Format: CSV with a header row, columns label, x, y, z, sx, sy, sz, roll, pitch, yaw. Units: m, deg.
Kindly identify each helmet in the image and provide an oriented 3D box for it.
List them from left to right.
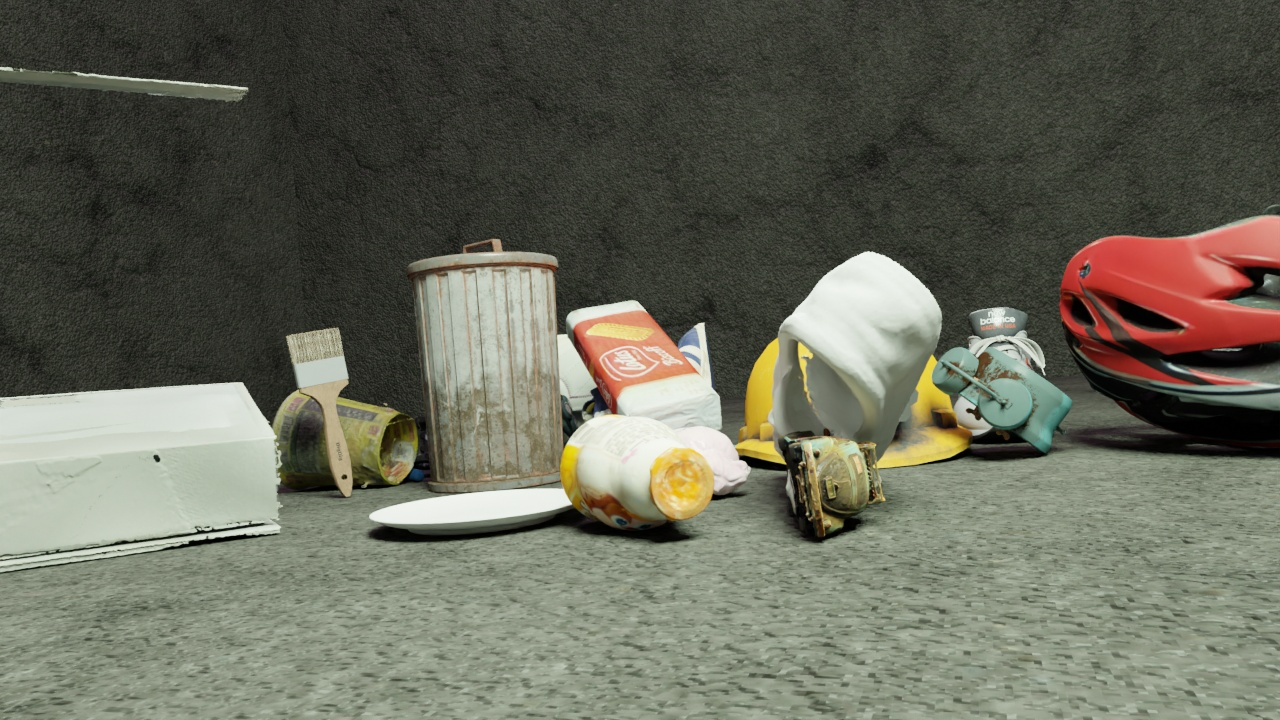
label,x,y,z,sx,sy,sz,roll,pitch,yaw
helmet,0.182,0.020,0.822,0.205,0.131,0.255,-5,-2,2
helmet,0.429,-0.023,0.662,0.217,0.167,0.272,11,1,-15

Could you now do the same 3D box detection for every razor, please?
label,x,y,z,sx,sy,sz,roll,pitch,yaw
razor,-0.130,0.055,0.982,0.143,0.047,0.052,3,46,29

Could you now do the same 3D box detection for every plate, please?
label,x,y,z,sx,sy,sz,roll,pitch,yaw
plate,-0.098,0.095,0.571,0.134,0.011,0.134,-4,-1,0

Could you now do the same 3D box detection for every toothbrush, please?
label,x,y,z,sx,sy,sz,roll,pitch,yaw
toothbrush,-0.261,0.113,0.933,0.014,0.014,0.168,-18,7,-39

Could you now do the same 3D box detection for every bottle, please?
label,x,y,z,sx,sy,sz,roll,pitch,yaw
bottle,-0.001,0.062,0.497,0.063,0.063,0.109,-4,0,-24

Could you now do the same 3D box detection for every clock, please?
label,x,y,z,sx,sy,sz,roll,pitch,yaw
clock,0.277,0.025,0.706,0.124,0.053,0.090,28,11,-39

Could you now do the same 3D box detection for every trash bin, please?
label,x,y,z,sx,sy,sz,roll,pitch,yaw
trash bin,-0.132,0.002,0.804,0.131,0.211,0.131,-4,-1,0

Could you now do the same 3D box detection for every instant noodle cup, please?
label,x,y,z,sx,sy,sz,roll,pitch,yaw
instant noodle cup,-0.274,0.078,0.866,0.108,0.102,0.102,4,2,18

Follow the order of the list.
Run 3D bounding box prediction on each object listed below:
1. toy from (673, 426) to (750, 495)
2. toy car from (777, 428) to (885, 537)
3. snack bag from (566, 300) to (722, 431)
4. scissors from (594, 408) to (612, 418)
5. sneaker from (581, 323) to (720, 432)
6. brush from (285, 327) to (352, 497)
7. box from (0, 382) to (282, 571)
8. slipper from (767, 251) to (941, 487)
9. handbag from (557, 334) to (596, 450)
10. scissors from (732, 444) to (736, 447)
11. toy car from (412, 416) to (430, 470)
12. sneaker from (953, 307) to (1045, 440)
label,x,y,z,sx,sy,sz,roll,pitch,yaw
toy,0.029,0.070,0.637,0.063,0.047,0.110,6,-9,-30
toy car,0.098,0.060,0.471,0.047,0.047,0.112,-7,-1,4
snack bag,-0.005,0.005,0.787,0.077,0.041,0.225,-12,24,-12
scissors,0.014,0.069,0.744,0.130,0.070,0.013,4,-26,19
sneaker,0.011,0.039,0.865,0.118,0.091,0.232,-9,24,6
brush,-0.263,0.045,0.778,0.045,0.143,0.008,-15,5,-41
box,-0.329,0.217,0.611,0.168,0.403,0.172,-3,-1,-30
slipper,0.115,0.024,0.556,0.074,0.112,0.247,-29,-19,-9
handbag,-0.093,0.040,1.041,0.199,0.142,0.096,-6,1,27
scissors,0.039,0.092,0.895,0.135,0.015,0.135,-8,-1,-1
toy car,-0.186,0.090,0.948,0.120,0.056,0.044,1,-24,-15
sneaker,0.354,0.010,0.912,0.089,0.124,0.239,-5,-1,20
